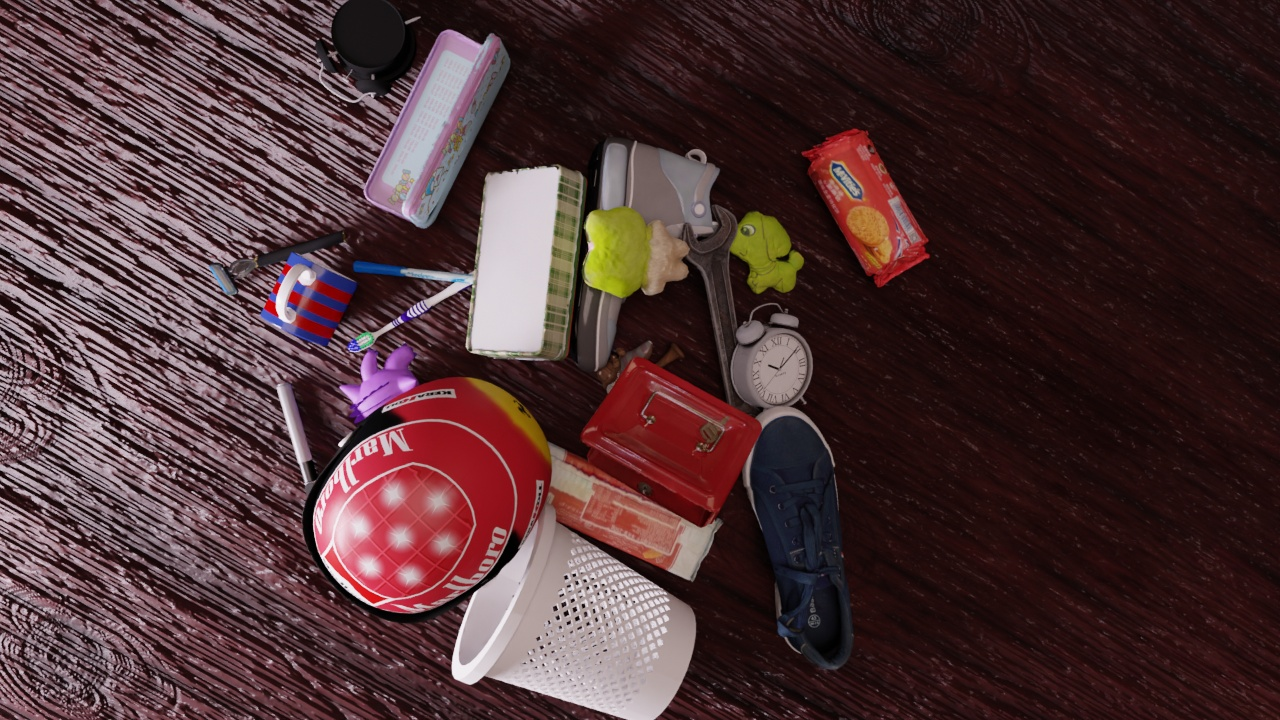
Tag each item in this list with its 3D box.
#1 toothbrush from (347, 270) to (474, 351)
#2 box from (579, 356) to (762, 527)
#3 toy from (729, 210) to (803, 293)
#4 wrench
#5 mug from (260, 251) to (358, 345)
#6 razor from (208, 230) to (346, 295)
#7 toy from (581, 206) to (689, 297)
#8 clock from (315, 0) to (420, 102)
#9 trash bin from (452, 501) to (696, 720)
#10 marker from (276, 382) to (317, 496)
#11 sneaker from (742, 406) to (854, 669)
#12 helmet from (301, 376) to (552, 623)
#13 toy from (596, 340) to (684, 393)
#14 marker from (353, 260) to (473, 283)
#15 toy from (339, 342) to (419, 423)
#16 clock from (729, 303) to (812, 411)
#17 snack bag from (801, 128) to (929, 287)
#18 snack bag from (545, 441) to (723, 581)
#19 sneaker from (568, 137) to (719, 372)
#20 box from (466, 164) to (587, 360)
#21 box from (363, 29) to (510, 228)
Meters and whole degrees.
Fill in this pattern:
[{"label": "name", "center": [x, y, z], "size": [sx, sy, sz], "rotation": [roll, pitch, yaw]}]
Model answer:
[{"label": "toothbrush", "center": [-0.242, -0.059, 1.019], "size": [0.186, 0.016, 0.015], "rotation": [-31, 91, -3]}, {"label": "box", "center": [0.029, 0.096, 0.968], "size": [0.157, 0.165, 0.151], "rotation": [30, 61, 9]}, {"label": "toy", "center": [0.139, -0.122, 1.039], "size": [0.094, 0.036, 0.093], "rotation": [0, 94, -11]}, {"label": "wrench", "center": [0.094, -0.034, 1.015], "size": [0.070, 0.010, 0.273], "rotation": [-17, 105, -21]}, {"label": "mug", "center": [-0.353, -0.066, 0.962], "size": [0.075, 0.112, 0.076], "rotation": [26, 88, 0]}, {"label": "razor", "center": [-0.393, -0.115, 1.006], "size": [0.144, 0.022, 0.043], "rotation": [-21, 134, -8]}, {"label": "toy", "center": [-0.003, -0.109, 0.942], "size": [0.117, 0.043, 0.092], "rotation": [3, 92, -24]}, {"label": "clock", "center": [-0.298, -0.339, 0.997], "size": [0.091, 0.042, 0.120], "rotation": [33, 88, -4]}, {"label": "trash bin", "center": [-0.061, 0.278, 0.963], "size": [0.199, 0.195, 0.195], "rotation": [29, 88, -14]}, {"label": "marker", "center": [-0.374, 0.093, 1.010], "size": [0.016, 0.016, 0.140], "rotation": [-16, 92, -4]}, {"label": "sneaker", "center": [0.177, 0.197, 0.987], "size": [0.120, 0.127, 0.294], "rotation": [-12, 97, -7]}, {"label": "helmet", "center": [-0.213, 0.141, 0.895], "size": [0.271, 0.224, 0.197], "rotation": [-43, 97, 8]}, {"label": "toy", "center": [-0.006, 0.006, 1.026], "size": [0.102, 0.041, 0.055], "rotation": [-39, 104, 2]}, {"label": "marker", "center": [-0.246, -0.096, 1.012], "size": [0.142, 0.013, 0.013], "rotation": [6, 90, 2]}, {"label": "toy", "center": [-0.273, 0.037, 0.998], "size": [0.088, 0.056, 0.106], "rotation": [-32, 101, 1]}, {"label": "clock", "center": [0.146, -0.003, 1.019], "size": [0.094, 0.035, 0.123], "rotation": [-17, 107, -26]}, {"label": "snack bag", "center": [0.255, -0.175, 1.029], "size": [0.082, 0.082, 0.176], "rotation": [-31, 93, -4]}, {"label": "snack bag", "center": [-0.026, 0.167, 1.028], "size": [0.225, 0.041, 0.077], "rotation": [25, 89, -6]}, {"label": "sneaker", "center": [0.008, -0.109, 1.009], "size": [0.160, 0.093, 0.256], "rotation": [6, 91, -13]}, {"label": "box", "center": [-0.122, -0.103, 0.981], "size": [0.118, 0.050, 0.205], "rotation": [1, 83, 36]}, {"label": "box", "center": [-0.220, -0.253, 0.980], "size": [0.089, 0.093, 0.214], "rotation": [26, 89, -5]}]
